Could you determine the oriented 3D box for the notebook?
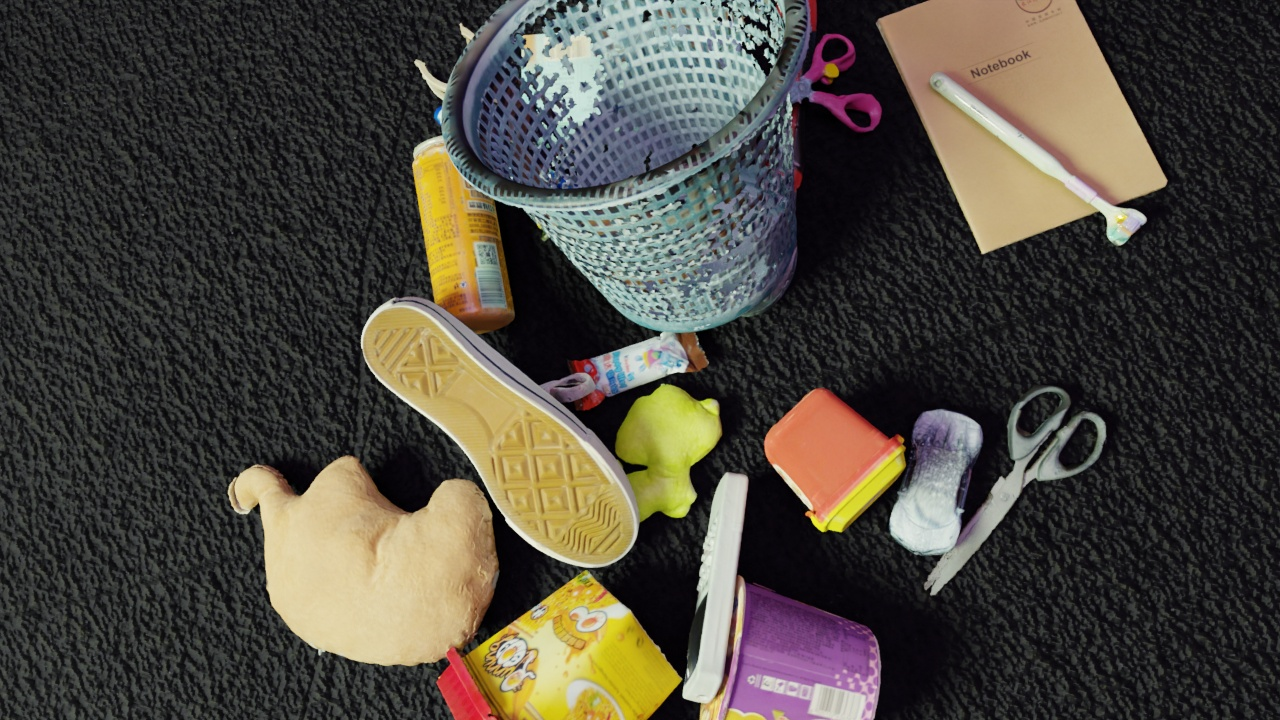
[{"bbox_3d":[0.291,-0.200,0.708,0.148,0.008,0.207,-20,79,1],"label":"notebook"}]

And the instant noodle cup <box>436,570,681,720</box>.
[{"bbox_3d":[-0.050,0.216,0.608,0.123,0.116,0.116,-39,113,-15],"label":"instant noodle cup"}]

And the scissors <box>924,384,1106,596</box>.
[{"bbox_3d":[0.254,0.090,0.659,0.175,0.014,0.133,-18,80,5],"label":"scissors"}]

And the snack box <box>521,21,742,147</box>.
[{"bbox_3d":[-0.006,-0.214,0.717,0.175,0.051,0.074,-2,81,5],"label":"snack box"}]

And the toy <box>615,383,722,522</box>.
[{"bbox_3d":[0.014,0.066,0.675,0.097,0.031,0.100,-9,79,6],"label":"toy"}]

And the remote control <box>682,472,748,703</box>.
[{"bbox_3d":[0.050,0.150,0.616,0.021,0.058,0.149,13,56,1],"label":"remote control"}]

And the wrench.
[{"bbox_3d":[0.108,-0.166,0.716,0.056,0.016,0.273,9,81,7],"label":"wrench"}]

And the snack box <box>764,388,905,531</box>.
[{"bbox_3d":[0.133,0.067,0.635,0.082,0.091,0.080,-42,72,-3],"label":"snack box"}]

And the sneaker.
[{"bbox_3d":[-0.090,0.043,0.657,0.241,0.087,0.118,44,106,-4],"label":"sneaker"}]

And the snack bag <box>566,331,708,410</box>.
[{"bbox_3d":[-0.004,0.004,0.690,0.105,0.026,0.045,-20,60,2],"label":"snack bag"}]

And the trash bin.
[{"bbox_3d":[0.013,-0.130,0.610,0.227,0.195,0.226,-10,57,15],"label":"trash bin"}]

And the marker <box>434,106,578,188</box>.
[{"bbox_3d":[-0.104,-0.164,0.736,0.146,0.017,0.017,32,84,10],"label":"marker"}]

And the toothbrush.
[{"bbox_3d":[0.292,-0.156,0.686,0.189,0.029,0.020,44,44,12],"label":"toothbrush"}]

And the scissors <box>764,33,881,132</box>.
[{"bbox_3d":[0.130,-0.199,0.699,0.135,0.017,0.108,-35,91,-26],"label":"scissors"}]

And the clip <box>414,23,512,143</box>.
[{"bbox_3d":[-0.127,-0.229,0.742,0.102,0.035,0.095,23,84,5],"label":"clip"}]

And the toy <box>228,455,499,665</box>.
[{"bbox_3d":[-0.213,0.142,0.663,0.226,0.082,0.143,10,77,11],"label":"toy"}]

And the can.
[{"bbox_3d":[-0.137,-0.095,0.705,0.058,0.058,0.146,-12,79,3],"label":"can"}]

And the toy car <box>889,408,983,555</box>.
[{"bbox_3d":[0.209,0.086,0.649,0.049,0.031,0.105,13,82,20],"label":"toy car"}]

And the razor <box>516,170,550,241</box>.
[{"bbox_3d":[-0.099,-0.157,0.712,0.043,0.028,0.132,-36,87,28],"label":"razor"}]

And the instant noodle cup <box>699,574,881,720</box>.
[{"bbox_3d":[0.099,0.208,0.608,0.099,0.112,0.111,13,81,-2],"label":"instant noodle cup"}]
